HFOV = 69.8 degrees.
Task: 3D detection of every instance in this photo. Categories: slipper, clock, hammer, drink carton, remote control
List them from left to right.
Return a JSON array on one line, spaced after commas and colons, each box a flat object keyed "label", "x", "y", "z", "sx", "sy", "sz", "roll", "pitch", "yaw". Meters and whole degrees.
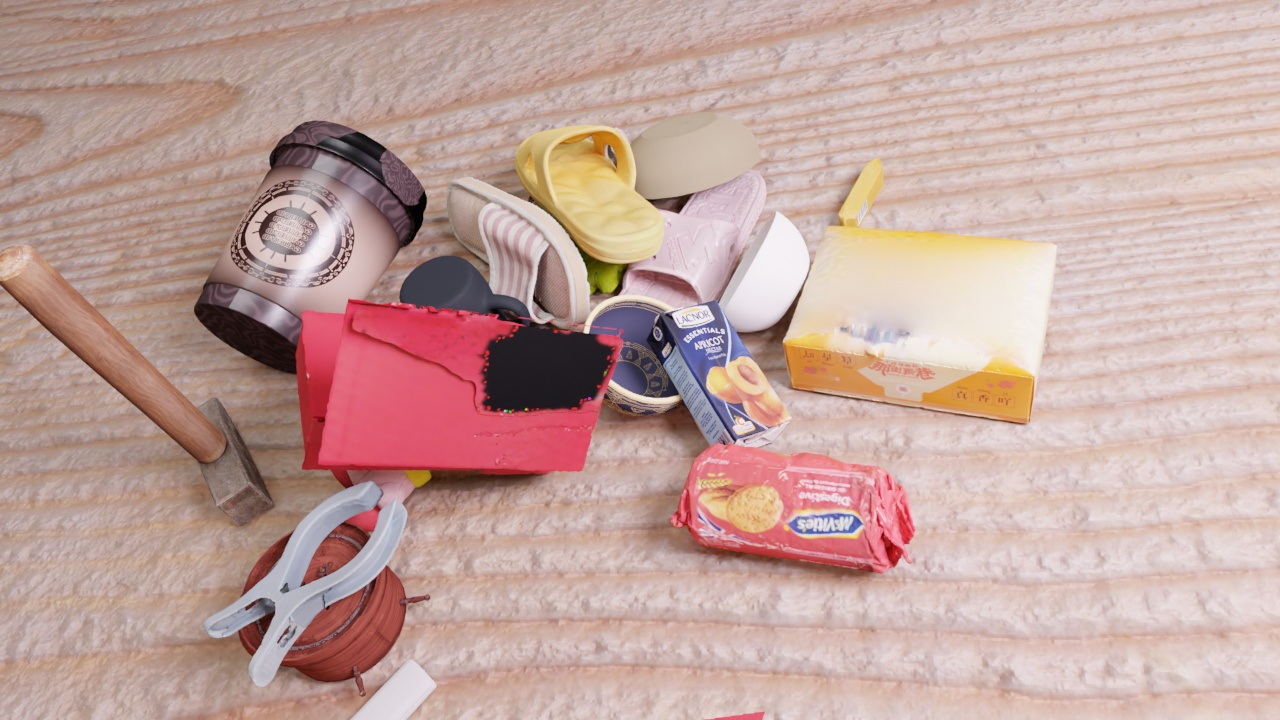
[{"label": "hammer", "x": -0.438, "y": 0.012, "z": 0.797, "sx": 0.037, "sy": 0.301, "sz": 0.158, "roll": -36, "pitch": 50, "yaw": -12}, {"label": "clock", "x": -0.261, "y": 0.192, "z": 0.743, "sx": 0.158, "sy": 0.072, "sz": 0.120, "roll": 16, "pitch": 59, "yaw": 28}, {"label": "remote control", "x": -0.212, "y": 0.284, "z": 0.691, "sx": 0.033, "sy": 0.012, "sz": 0.130, "roll": 30, "pitch": 66, "yaw": 35}, {"label": "slipper", "x": -0.141, "y": -0.111, "z": 0.938, "sx": 0.052, "sy": 0.115, "sz": 0.263, "roll": -20, "pitch": 40, "yaw": -31}, {"label": "slipper", "x": -0.056, "y": -0.186, "z": 0.906, "sx": 0.099, "sy": 0.078, "sz": 0.263, "roll": -16, "pitch": 41, "yaw": -18}, {"label": "slipper", "x": 0.052, "y": -0.121, "z": 0.904, "sx": 0.094, "sy": 0.064, "sz": 0.238, "roll": 16, "pitch": 57, "yaw": 29}, {"label": "drink carton", "x": 0.064, "y": 0.014, "z": 0.766, "sx": 0.064, "sy": 0.040, "sz": 0.130, "roll": -15, "pitch": 62, "yaw": -31}]

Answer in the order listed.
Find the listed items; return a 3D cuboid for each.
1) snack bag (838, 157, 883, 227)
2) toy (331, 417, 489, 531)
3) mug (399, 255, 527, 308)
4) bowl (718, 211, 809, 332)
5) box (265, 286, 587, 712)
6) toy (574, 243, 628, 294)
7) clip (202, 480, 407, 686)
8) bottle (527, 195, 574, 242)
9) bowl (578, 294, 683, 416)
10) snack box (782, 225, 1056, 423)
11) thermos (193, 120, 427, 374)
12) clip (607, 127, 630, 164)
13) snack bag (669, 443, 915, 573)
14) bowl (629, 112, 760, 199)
[{"label": "snack bag", "x": 0.218, "y": -0.160, "z": 0.906, "sx": 0.020, "sy": 0.026, "sz": 0.099, "roll": 16, "pitch": 60, "yaw": 28}, {"label": "toy", "x": -0.211, "y": 0.080, "z": 0.829, "sx": 0.131, "sy": 0.097, "sz": 0.124, "roll": -43, "pitch": 43, "yaw": 6}, {"label": "mug", "x": -0.164, "y": -0.044, "z": 0.891, "sx": 0.122, "sy": 0.094, "sz": 0.085, "roll": 1, "pitch": 52, "yaw": 19}, {"label": "bowl", "x": 0.114, "y": -0.071, "z": 0.824, "sx": 0.050, "sy": 0.115, "sz": 0.114, "roll": 29, "pitch": 60, "yaw": -2}, {"label": "box", "x": -0.209, "y": 0.124, "z": 0.828, "sx": 0.216, "sy": 0.352, "sz": 0.197, "roll": 3, "pitch": 37, "yaw": -29}, {"label": "toy", "x": -0.039, "y": -0.110, "z": 0.938, "sx": 0.094, "sy": 0.036, "sz": 0.093, "roll": 4, "pitch": 66, "yaw": 48}, {"label": "clip", "x": -0.262, "y": 0.155, "z": 0.707, "sx": 0.112, "sy": 0.028, "sz": 0.162, "roll": 25, "pitch": 61, "yaw": 32}, {"label": "bottle", "x": -0.089, "y": -0.185, "z": 1.008, "sx": 0.060, "sy": 0.060, "sz": 0.165, "roll": -6, "pitch": 42, "yaw": 13}, {"label": "bowl", "x": -0.005, "y": 0.005, "z": 0.812, "sx": 0.112, "sy": 0.061, "sz": 0.112, "roll": 11, "pitch": 53, "yaw": -16}, {"label": "snack box", "x": 0.233, "y": -0.040, "z": 0.764, "sx": 0.195, "sy": 0.081, "sz": 0.144, "roll": 9, "pitch": 54, "yaw": 24}, {"label": "thermos", "x": -0.350, "y": -0.114, "z": 0.971, "sx": 0.173, "sy": 0.173, "sz": 0.225, "roll": 10, "pitch": 62, "yaw": 25}, {"label": "clip", "x": -0.021, "y": -0.232, "z": 1.033, "sx": 0.056, "sy": 0.056, "sz": 0.101, "roll": 23, "pitch": 57, "yaw": -5}, {"label": "snack bag", "x": 0.115, "y": 0.108, "z": 0.686, "sx": 0.177, "sy": 0.082, "sz": 0.082, "roll": 4, "pitch": 53, "yaw": 20}, {"label": "bowl", "x": 0.046, "y": -0.223, "z": 0.963, "sx": 0.152, "sy": 0.050, "sz": 0.152, "roll": -13, "pitch": 27, "yaw": 7}]
